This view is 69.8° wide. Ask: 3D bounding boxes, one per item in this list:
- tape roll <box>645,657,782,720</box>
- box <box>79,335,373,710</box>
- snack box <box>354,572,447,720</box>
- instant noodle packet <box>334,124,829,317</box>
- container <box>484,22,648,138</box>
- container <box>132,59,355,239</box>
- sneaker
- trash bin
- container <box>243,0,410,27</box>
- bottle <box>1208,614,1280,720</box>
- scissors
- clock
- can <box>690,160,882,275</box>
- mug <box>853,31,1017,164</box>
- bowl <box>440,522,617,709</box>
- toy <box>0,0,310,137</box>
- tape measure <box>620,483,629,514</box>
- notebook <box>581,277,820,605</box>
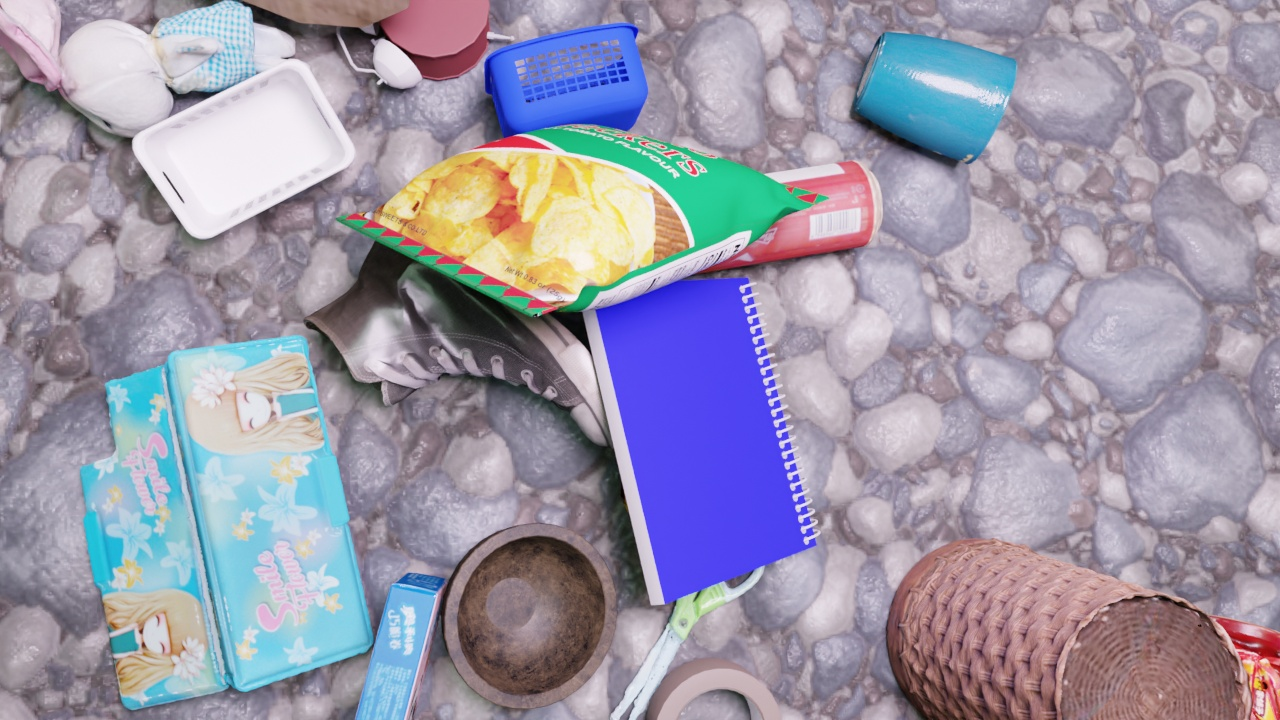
[{"bbox_3d":[0.052,0.262,0.652,0.093,0.030,0.093,1,87,-11],"label":"tape roll"},{"bbox_3d":[-0.291,0.108,0.621,0.180,0.074,0.227,-13,84,-10],"label":"box"},{"bbox_3d":[-0.164,0.222,0.607,0.033,0.088,0.154,14,80,-6],"label":"snack box"},{"bbox_3d":[-0.033,-0.098,0.590,0.252,0.196,0.090,-26,128,-38],"label":"instant noodle packet"},{"bbox_3d":[-0.053,-0.197,0.680,0.114,0.096,0.058,-15,89,-9],"label":"container"},{"bbox_3d":[-0.279,-0.151,0.655,0.129,0.049,0.081,-31,113,-10],"label":"container"},{"bbox_3d":[-0.115,0.004,0.644,0.235,0.095,0.119,40,81,-2],"label":"sneaker"},{"bbox_3d":[0.274,0.197,0.604,0.151,0.210,0.151,1,81,-8],"label":"trash bin"},{"bbox_3d":[-0.214,-0.362,0.600,0.227,0.227,0.196,12,72,-5],"label":"container"},{"bbox_3d":[0.435,0.250,0.675,0.099,0.099,0.111,21,75,-4],"label":"bottle"},{"bbox_3d":[0.026,0.191,0.675,0.072,0.033,0.175,35,76,-5],"label":"scissors"},{"bbox_3d":[-0.167,-0.257,0.699,0.124,0.044,0.087,-25,85,-10],"label":"clock"},{"bbox_3d":[0.095,-0.108,0.698,0.170,0.067,0.067,-11,83,-8],"label":"can"},{"bbox_3d":[0.231,-0.223,0.733,0.104,0.085,0.111,18,51,1],"label":"mug"},{"bbox_3d":[-0.083,0.173,0.637,0.121,0.056,0.121,3,83,-25],"label":"bowl"},{"bbox_3d":[-0.347,-0.213,0.661,0.205,0.131,0.106,-5,126,-28],"label":"toy"},{"bbox_3d":[0.017,0.094,0.678,0.068,0.030,0.059,-26,88,-11],"label":"tape measure"},{"bbox_3d":[0.048,0.046,0.649,0.171,0.022,0.209,-7,81,-43],"label":"notebook"}]
